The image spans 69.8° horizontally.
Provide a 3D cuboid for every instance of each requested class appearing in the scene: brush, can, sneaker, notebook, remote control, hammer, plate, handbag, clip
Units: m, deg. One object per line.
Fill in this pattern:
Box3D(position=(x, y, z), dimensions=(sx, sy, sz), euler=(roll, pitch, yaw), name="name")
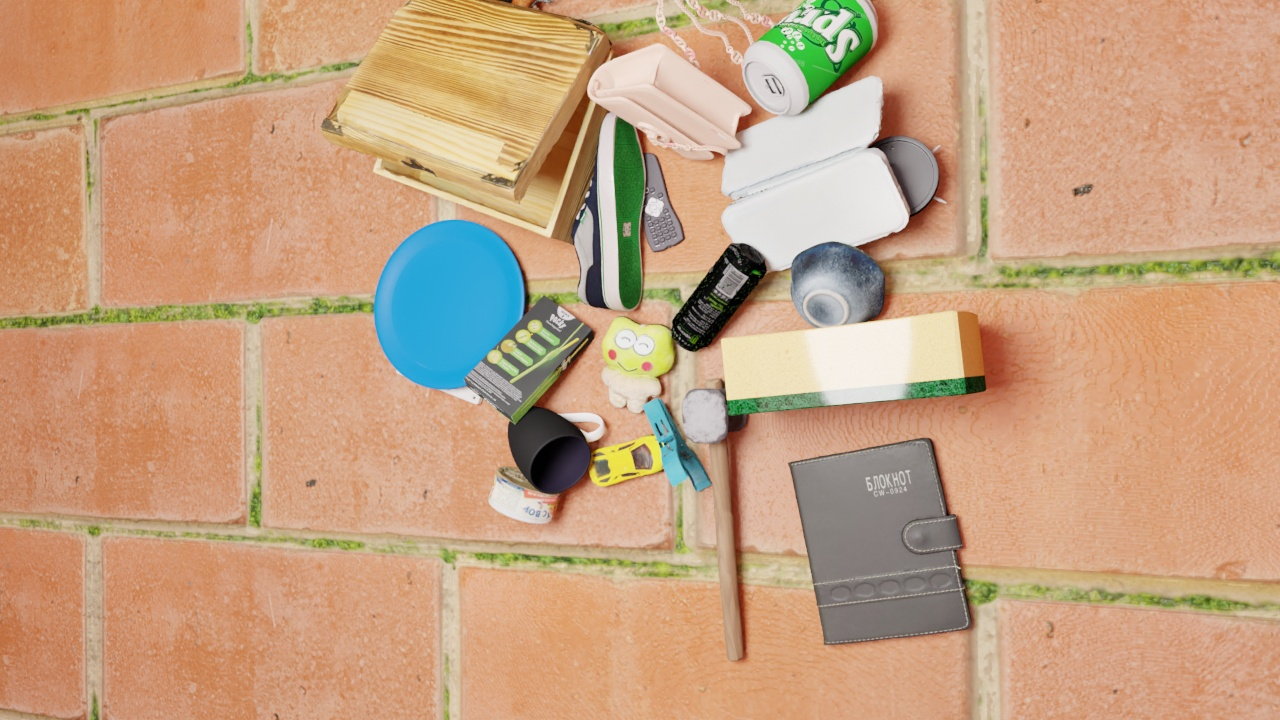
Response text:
Box3D(position=(0.216, 0.006, 0.937), dimensions=(0.251, 0.194, 0.075), euler=(-7, 87, 21), name="brush")
Box3D(position=(0.183, -0.335, 0.989), dimensions=(0.139, 0.088, 0.088), euler=(-42, 73, -13), name="can")
Box3D(position=(-0.046, -0.178, 1.099), dimensions=(0.079, 0.084, 0.235), euler=(6, 99, 29), name="sneaker")
Box3D(position=(0.263, 0.200, 1.009), dimensions=(0.170, 0.029, 0.209), euler=(-13, 86, 21), name="notebook")
Box3D(position=(-0.143, 0.166, 1.136), dimensions=(0.086, 0.086, 0.043), euler=(22, 97, 20), name="can")
Box3D(position=(0.015, -0.195, 1.118), dimensions=(0.046, 0.009, 0.124), euler=(-21, 82, 20), name="remote control")
Box3D(position=(0.095, 0.184, 1.050), dimensions=(0.052, 0.098, 0.328), euler=(-3, 95, 23), name="hammer")
Box3D(position=(-0.264, 0.014, 1.225), dimensions=(0.136, 0.011, 0.050), euler=(19, 96, 20), name="remote control")
Box3D(position=(-0.250, -0.073, 1.209), dimensions=(0.225, 0.024, 0.224), euler=(-2, 84, 19), name="plate")
Box3D(position=(0.056, -0.331, 1.035), dimensions=(0.117, 0.198, 0.187), euler=(9, 80, 51), name="handbag")
Box3D(position=(0.048, 0.113, 1.077), dimensions=(0.033, 0.119, 0.120), euler=(-35, 33, 16), name="clip")
Box3D(position=(0.088, -0.072, 1.049), dimensions=(0.054, 0.053, 0.138), euler=(47, 123, 15), name="can")

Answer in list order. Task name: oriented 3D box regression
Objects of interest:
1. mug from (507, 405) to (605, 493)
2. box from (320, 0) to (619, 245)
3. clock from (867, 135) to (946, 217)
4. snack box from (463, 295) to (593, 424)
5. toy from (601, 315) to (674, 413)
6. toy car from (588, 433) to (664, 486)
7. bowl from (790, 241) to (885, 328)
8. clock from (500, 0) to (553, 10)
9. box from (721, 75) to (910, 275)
Box3D(position=(-0.105, 0.094, 1.128), dimensions=(0.118, 0.085, 0.100), euler=(-28, 38, -18), name="mug")
Box3D(position=(-0.183, -0.311, 1.091), dimensions=(0.279, 0.220, 0.259), euler=(22, 95, 22), name="box")
Box3D(position=(0.267, -0.194, 1.001), dimensions=(0.121, 0.042, 0.091), euler=(-7, 87, 21), name="clock")
Box3D(position=(-0.136, -0.003, 1.129), dimensions=(0.080, 0.025, 0.147), euler=(36, 71, 18), name="snack box")
Box3D(position=(-0.007, 0.006, 1.107), dimensions=(0.092, 0.046, 0.115), euler=(14, 103, 15), name="toy")
Box3D(position=(-0.014, 0.121, 1.117), dimensions=(0.107, 0.030, 0.049), euler=(-19, 82, 19), name="toy car")
Box3D(position=(0.207, -0.069, 0.991), dimensions=(0.110, 0.055, 0.110), euler=(16, 134, 18), name="bowl")
Box3D(position=(-0.173, -0.497, 1.162), dimensions=(0.157, 0.073, 0.121), euler=(16, 92, 1), name="clock")
Box3D(position=(0.179, -0.197, 0.997), dimensions=(0.211, 0.084, 0.186), euler=(-12, 90, 42), name="box")
